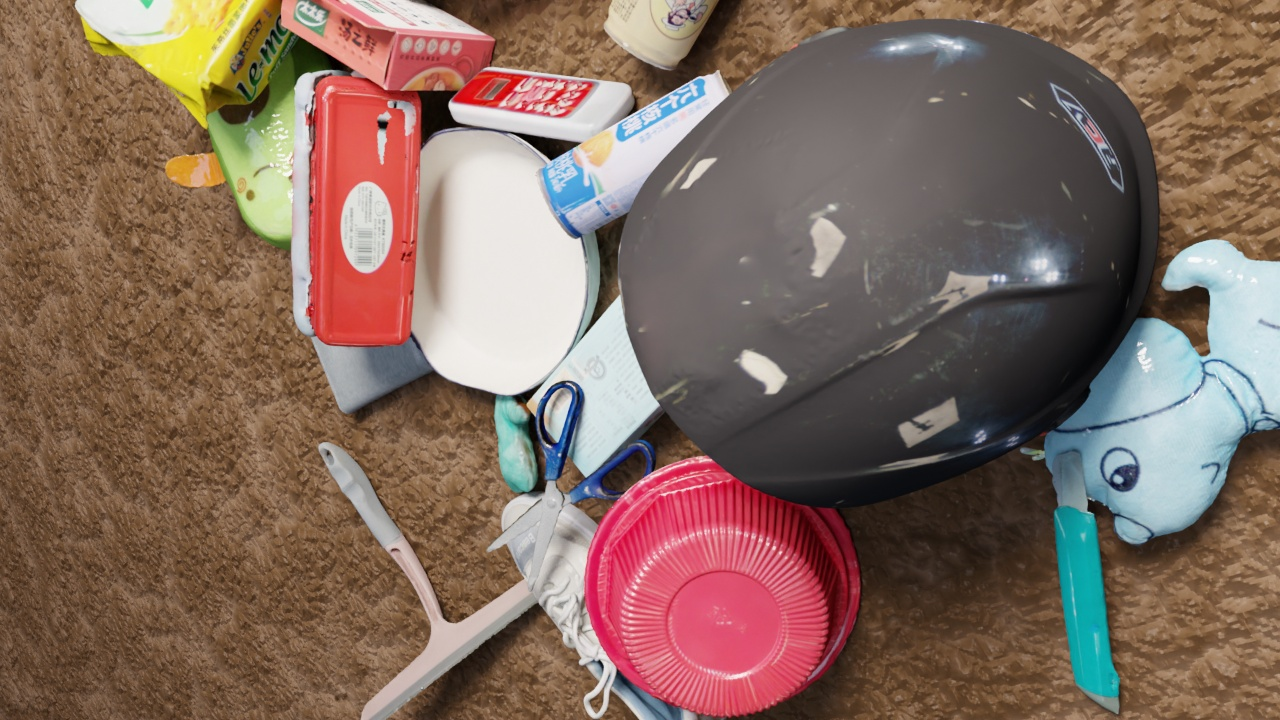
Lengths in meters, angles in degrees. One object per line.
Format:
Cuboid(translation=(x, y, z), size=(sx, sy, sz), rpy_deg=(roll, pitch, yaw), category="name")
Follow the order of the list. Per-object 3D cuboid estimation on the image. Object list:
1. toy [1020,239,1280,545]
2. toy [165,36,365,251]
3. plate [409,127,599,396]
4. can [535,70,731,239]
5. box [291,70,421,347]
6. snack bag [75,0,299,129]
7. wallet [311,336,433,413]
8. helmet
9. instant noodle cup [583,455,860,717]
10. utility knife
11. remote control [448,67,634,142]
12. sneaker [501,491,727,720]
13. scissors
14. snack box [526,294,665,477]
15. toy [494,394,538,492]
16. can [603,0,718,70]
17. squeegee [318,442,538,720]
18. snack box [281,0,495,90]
Cuboid(translation=(0.282, 0.021, 0.487), size=(0.157, 0.049, 0.161), rpy_deg=(-8, 97, 34), category="toy")
Cuboid(translation=(-0.308, -0.203, 0.768), size=(0.227, 0.089, 0.246), rpy_deg=(-18, 89, 21), category="toy")
Cuboid(translation=(-0.115, -0.077, 0.713), size=(0.205, 0.045, 0.205), rpy_deg=(10, 109, 31), category="plate")
Cuboid(translation=(0.003, -0.132, 0.594), size=(0.135, 0.053, 0.053), rpy_deg=(-26, 89, 15), category="can")
Cuboid(translation=(-0.224, -0.118, 0.709), size=(0.098, 0.095, 0.202), rpy_deg=(-137, 51, -60), category="box")
Cuboid(translation=(-0.303, -0.307, 0.698), size=(0.158, 0.068, 0.246), rpy_deg=(34, 87, 21), category="snack bag")
Cuboid(translation=(-0.244, -0.020, 0.815), size=(0.130, 0.036, 0.106), rpy_deg=(-24, 91, 35), category="wallet")
Cuboid(translation=(0.119, -0.048, 0.468), size=(0.275, 0.229, 0.233), rpy_deg=(-34, 86, 28), category="helmet")
Cuboid(translation=(0.055, 0.163, 0.615), size=(0.194, 0.065, 0.194), rpy_deg=(1, 99, 4), category="instant noodle cup")
Cuboid(translation=(0.259, 0.131, 0.533), size=(0.029, 0.013, 0.187), rpy_deg=(9, 124, 47), category="utility knife")
Cuboid(translation=(-0.072, -0.182, 0.649), size=(0.136, 0.055, 0.020), rpy_deg=(16, 144, 28), category="remote control")
Cuboid(translation=(-0.037, 0.208, 0.718), size=(0.242, 0.090, 0.090), rpy_deg=(43, 121, 16), category="sneaker")
Cuboid(translation=(-0.060, 0.090, 0.672), size=(0.163, 0.012, 0.163), rpy_deg=(-14, 93, 26), category="scissors")
Cuboid(translation=(-0.004, 0.004, 0.661), size=(0.074, 0.051, 0.175), rpy_deg=(49, 124, 9), category="snack box")
Cuboid(translation=(-0.100, 0.062, 0.741), size=(0.097, 0.030, 0.092), rpy_deg=(164, 96, -70), category="toy")
Cuboid(translation=(0.028, -0.244, 0.565), size=(0.058, 0.058, 0.117), rpy_deg=(44, 122, 14), category="can")
Cuboid(translation=(-0.232, 0.179, 0.864), size=(0.248, 0.040, 0.249), rpy_deg=(-40, 75, 18), category="squeegee")
Cuboid(translation=(-0.190, -0.238, 0.664), size=(0.113, 0.126, 0.044), rpy_deg=(34, 119, 20), category="snack box")
